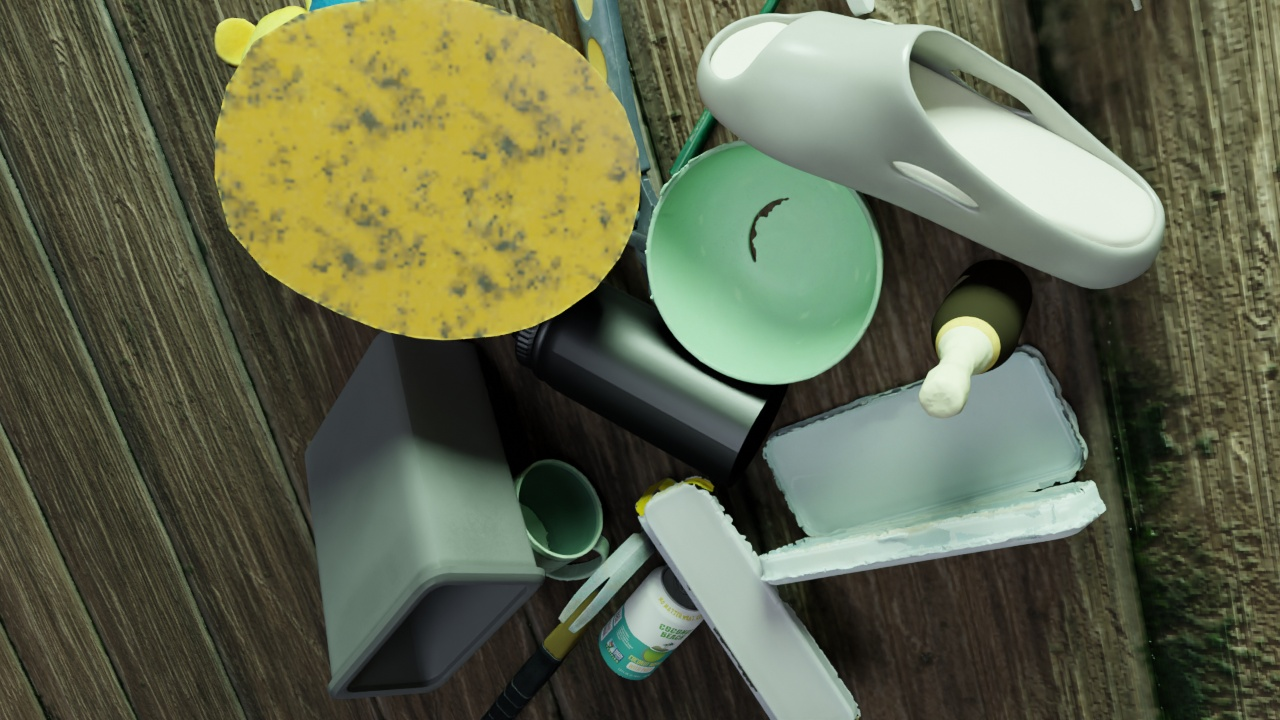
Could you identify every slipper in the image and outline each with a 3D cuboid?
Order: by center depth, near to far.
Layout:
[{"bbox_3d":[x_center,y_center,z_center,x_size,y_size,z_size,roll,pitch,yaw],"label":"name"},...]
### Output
[{"bbox_3d":[0.159,-0.134,0.484,0.266,0.112,0.081,31,152,12],"label":"slipper"}]

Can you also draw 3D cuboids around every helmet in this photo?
[{"bbox_3d":[-0.129,-0.120,0.614,0.255,0.131,0.205,10,94,-2],"label":"helmet"}]

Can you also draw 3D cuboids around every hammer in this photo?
[{"bbox_3d":[-0.078,0.253,0.782,0.025,0.117,0.334,42,128,11],"label":"hammer"}]

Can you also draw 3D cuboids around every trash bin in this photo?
[{"bbox_3d":[-0.182,0.120,0.723,0.192,0.097,0.219,-49,47,33],"label":"trash bin"}]

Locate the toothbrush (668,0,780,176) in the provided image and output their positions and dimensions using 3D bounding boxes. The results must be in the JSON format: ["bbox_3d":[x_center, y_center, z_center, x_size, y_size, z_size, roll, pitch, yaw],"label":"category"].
[{"bbox_3d":[0.063,-0.197,0.577,0.017,0.016,0.190,36,122,9],"label":"toothbrush"}]

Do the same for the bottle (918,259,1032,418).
[{"bbox_3d":[0.175,-0.011,0.487,0.045,0.184,0.045,10,113,25],"label":"bottle"}]

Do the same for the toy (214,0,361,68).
[{"bbox_3d":[-0.230,-0.227,0.685,0.215,0.083,0.149,-29,92,31],"label":"toy"}]

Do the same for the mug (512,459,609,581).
[{"bbox_3d":[-0.081,0.147,0.758,0.111,0.084,0.104,33,134,-20],"label":"mug"}]

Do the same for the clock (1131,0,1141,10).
[{"bbox_3d":[0.229,-0.252,0.431,0.103,0.061,0.157,26,135,18],"label":"clock"}]

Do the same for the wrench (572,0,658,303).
[{"bbox_3d":[-0.015,-0.170,0.620,0.073,0.022,0.273,2,108,46],"label":"wrench"}]

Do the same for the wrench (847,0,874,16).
[{"bbox_3d":[0.088,-0.326,0.492,0.018,0.086,0.273,-8,115,30],"label":"wrench"}]

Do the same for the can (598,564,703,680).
[{"bbox_3d":[0.011,0.210,0.740,0.055,0.054,0.102,41,122,9],"label":"can"}]

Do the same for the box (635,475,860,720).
[{"bbox_3d":[0.071,0.179,0.670,0.210,0.057,0.117,57,164,-1],"label":"box"}]

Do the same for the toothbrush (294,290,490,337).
[{"bbox_3d":[-0.217,-0.050,0.781,0.223,0.027,0.026,11,147,25],"label":"toothbrush"}]

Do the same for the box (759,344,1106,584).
[{"bbox_3d":[0.169,0.064,0.593,0.216,0.106,0.127,-19,76,33],"label":"box"}]

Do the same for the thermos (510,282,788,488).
[{"bbox_3d":[-0.004,0.004,0.649,0.199,0.085,0.086,28,120,16],"label":"thermos"}]

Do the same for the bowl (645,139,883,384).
[{"bbox_3d":[0.085,-0.067,0.579,0.151,0.076,0.151,10,113,25],"label":"bowl"}]
